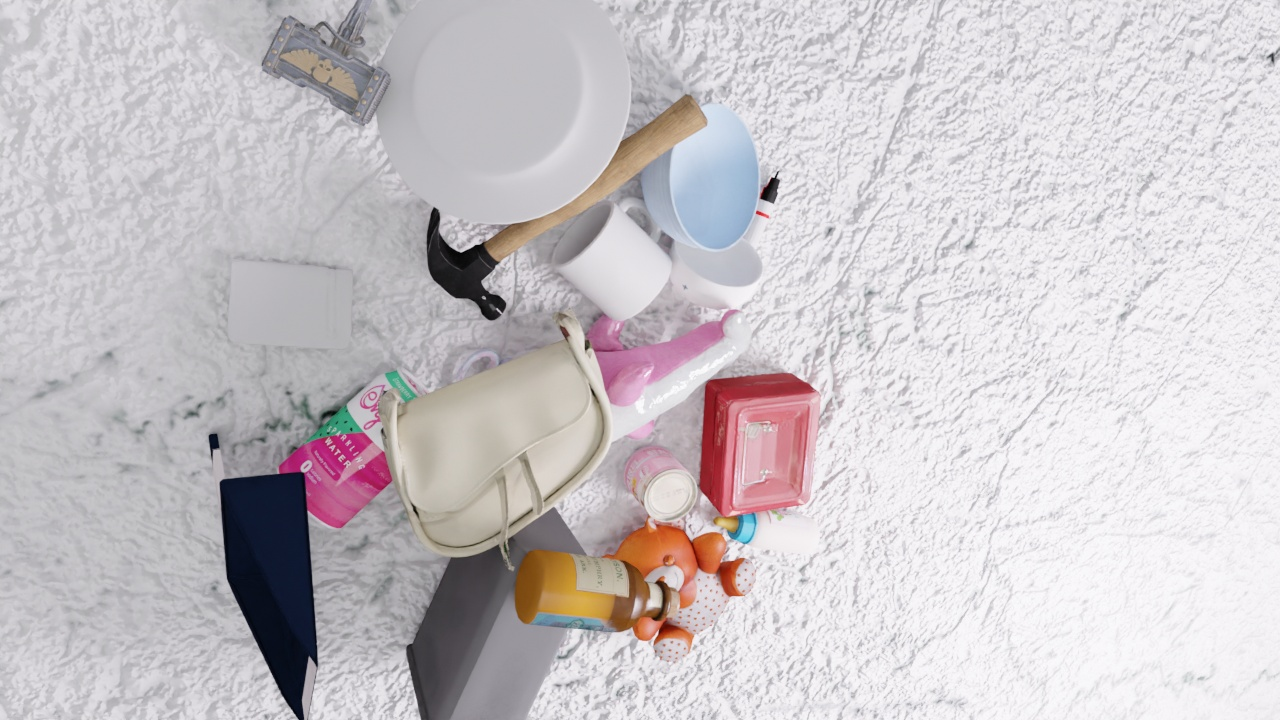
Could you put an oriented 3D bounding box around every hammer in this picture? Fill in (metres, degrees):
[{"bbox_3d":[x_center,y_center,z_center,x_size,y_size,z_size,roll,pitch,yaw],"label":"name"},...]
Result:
[{"bbox_3d":[-0.074,-0.159,0.885,0.306,0.040,0.132,-32,132,16],"label":"hammer"},{"bbox_3d":[-0.217,-0.376,0.816,0.098,0.044,0.322,28,96,-12],"label":"hammer"}]

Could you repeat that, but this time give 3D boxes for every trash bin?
[{"bbox_3d":[-0.155,0.271,0.980,0.097,0.192,0.220,22,96,-25],"label":"trash bin"}]

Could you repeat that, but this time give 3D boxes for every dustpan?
[{"bbox_3d":[-0.361,0.189,0.864,0.080,0.272,0.237,-2,149,-24],"label":"dustpan"}]

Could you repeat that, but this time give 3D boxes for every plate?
[{"bbox_3d":[-0.130,-0.247,0.844,0.242,0.016,0.242,0,87,7],"label":"plate"}]

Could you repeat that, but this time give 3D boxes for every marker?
[{"bbox_3d":[0.130,-0.147,1.045,0.019,0.019,0.146,17,100,-25],"label":"marker"}]

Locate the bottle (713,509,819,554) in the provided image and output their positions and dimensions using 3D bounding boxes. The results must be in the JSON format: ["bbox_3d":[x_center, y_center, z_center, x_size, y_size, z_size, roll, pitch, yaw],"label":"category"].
[{"bbox_3d":[0.155,0.211,1.153,0.146,0.051,0.051,13,102,-24],"label":"bottle"}]

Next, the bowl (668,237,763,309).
[{"bbox_3d":[0.077,-0.097,1.001,0.104,0.104,0.054,1,138,-21],"label":"bowl"}]

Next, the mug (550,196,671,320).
[{"bbox_3d":[-0.022,-0.116,0.963,0.090,0.091,0.121,41,73,-26],"label":"mug"}]

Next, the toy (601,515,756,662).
[{"bbox_3d":[0.040,0.266,1.105,0.164,0.093,0.172,-45,114,4],"label":"toy"}]

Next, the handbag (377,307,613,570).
[{"bbox_3d":[-0.128,0.080,0.856,0.229,0.132,0.184,-25,120,-3],"label":"handbag"}]

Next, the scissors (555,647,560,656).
[{"bbox_3d":[-0.089,0.302,1.112,0.125,0.015,0.136,-7,115,-19],"label":"scissors"}]

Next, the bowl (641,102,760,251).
[{"bbox_3d":[0.052,-0.189,0.960,0.150,0.075,0.150,-8,101,-46],"label":"bowl"}]

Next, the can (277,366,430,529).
[{"bbox_3d":[-0.280,0.089,0.929,0.166,0.088,0.088,-43,116,-3],"label":"can"}]

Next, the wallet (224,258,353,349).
[{"bbox_3d":[-0.340,-0.054,0.895,0.116,0.032,0.086,7,93,-20],"label":"wallet"}]

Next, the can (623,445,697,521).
[{"bbox_3d":[0.022,0.142,1.066,0.067,0.076,0.067,-6,109,-18],"label":"can"}]

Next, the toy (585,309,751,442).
[{"bbox_3d":[-0.006,0.006,1.006,0.265,0.187,0.127,-26,72,-10],"label":"toy"}]

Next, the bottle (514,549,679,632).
[{"bbox_3d":[-0.036,0.222,0.872,0.156,0.068,0.068,13,102,-24],"label":"bottle"}]

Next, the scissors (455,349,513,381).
[{"bbox_3d":[-0.188,0.069,1.001,0.076,0.017,0.174,23,101,-29],"label":"scissors"}]

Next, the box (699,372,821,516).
[{"bbox_3d":[0.141,0.100,1.092,0.129,0.087,0.158,-5,109,-20],"label":"box"}]
